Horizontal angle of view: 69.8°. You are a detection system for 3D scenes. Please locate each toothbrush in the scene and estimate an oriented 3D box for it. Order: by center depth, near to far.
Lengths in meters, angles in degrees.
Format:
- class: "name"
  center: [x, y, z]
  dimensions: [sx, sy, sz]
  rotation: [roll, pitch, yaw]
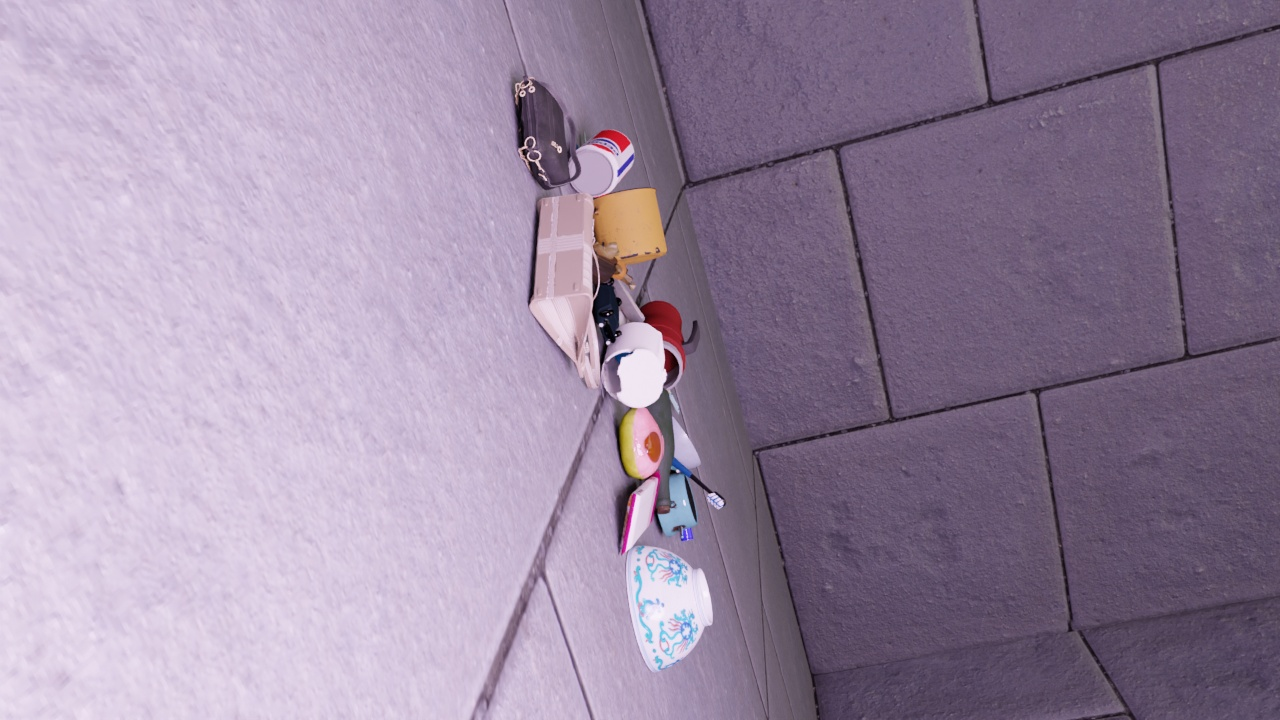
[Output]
- class: "toothbrush"
  center: [-0.047, -0.125, 1.215]
  dimensions: [0.024, 0.022, 0.185]
  rotation: [-45, 115, -30]
- class: "toothbrush"
  center: [0.055, 0.147, 1.247]
  dimensions: [0.168, 0.014, 0.014]
  rotation: [38, -46, 35]

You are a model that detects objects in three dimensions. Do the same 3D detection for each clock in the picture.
- class: "clock"
  center: [0.045, 0.191, 1.279]
  dimensions: [0.124, 0.053, 0.090]
  rotation: [-89, 163, -65]

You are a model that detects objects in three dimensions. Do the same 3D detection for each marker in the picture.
- class: "marker"
  center: [0.060, 0.210, 1.435]
  dimensions: [0.020, 0.020, 0.141]
  rotation: [33, 44, -76]

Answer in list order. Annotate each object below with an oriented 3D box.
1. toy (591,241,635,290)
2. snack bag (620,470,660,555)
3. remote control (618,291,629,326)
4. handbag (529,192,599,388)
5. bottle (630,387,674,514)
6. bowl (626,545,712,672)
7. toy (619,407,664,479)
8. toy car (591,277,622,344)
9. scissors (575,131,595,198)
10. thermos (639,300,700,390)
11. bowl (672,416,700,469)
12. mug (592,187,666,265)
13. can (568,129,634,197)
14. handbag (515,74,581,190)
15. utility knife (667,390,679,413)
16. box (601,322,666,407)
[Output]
- class: "toy"
  center: [-0.041, -0.117, 1.140]
  dimensions: [0.100, 0.063, 0.076]
  rotation: [28, 23, -37]
- class: "snack bag"
  center: [0.000, 0.178, 1.095]
  dimensions: [0.196, 0.016, 0.070]
  rotation: [-10, 110, -80]
- class: "remote control"
  center: [-0.027, -0.051, 1.279]
  dimensions: [0.138, 0.025, 0.060]
  rotation: [-77, 152, -65]
- class: "handbag"
  center: [-0.068, -0.051, 1.007]
  dimensions: [0.175, 0.062, 0.198]
  rotation: [-93, 174, -47]
- class: "bottle"
  center: [0.021, 0.123, 1.235]
  dimensions: [0.055, 0.055, 0.174]
  rotation: [59, 21, -60]
- class: "bowl"
  center: [0.040, 0.279, 1.058]
  dimensions: [0.144, 0.074, 0.144]
  rotation: [-13, 89, -80]
- class: "toy"
  center: [0.002, 0.103, 1.152]
  dimensions: [0.110, 0.051, 0.090]
  rotation: [31, 52, -79]
- class: "toy car"
  center: [-0.045, -0.066, 1.168]
  dimensions: [0.112, 0.034, 0.046]
  rotation: [-92, 165, -51]
- class: "scissors"
  center: [-0.086, -0.299, 1.337]
  dimensions: [0.111, 0.015, 0.140]
  rotation: [58, 17, -54]
- class: "thermos"
  center: [0.036, -0.027, 1.363]
  dimensions: [0.198, 0.108, 0.084]
  rotation: [-84, 157, -69]
- class: "bowl"
  center: [0.041, 0.118, 1.329]
  dimensions: [0.106, 0.039, 0.106]
  rotation: [54, -10, 13]
- class: "mug"
  center: [-0.026, -0.183, 1.290]
  dimensions: [0.123, 0.101, 0.094]
  rotation: [-12, 91, -40]
- class: "can"
  center: [-0.053, -0.271, 1.260]
  dimensions: [0.131, 0.070, 0.070]
  rotation: [-67, 143, -64]
- class: "handbag"
  center: [-0.108, -0.254, 1.016]
  dimensions: [0.079, 0.054, 0.128]
  rotation: [46, 34, -64]
- class: "utility knife"
  center: [0.037, 0.035, 1.551]
  dimensions: [0.224, 0.019, 0.030]
  rotation: [56, 28, -53]
- class: "box"
  center: [-0.004, 0.007, 1.146]
  dimensions: [0.143, 0.089, 0.080]
  rotation: [-75, 162, -65]
